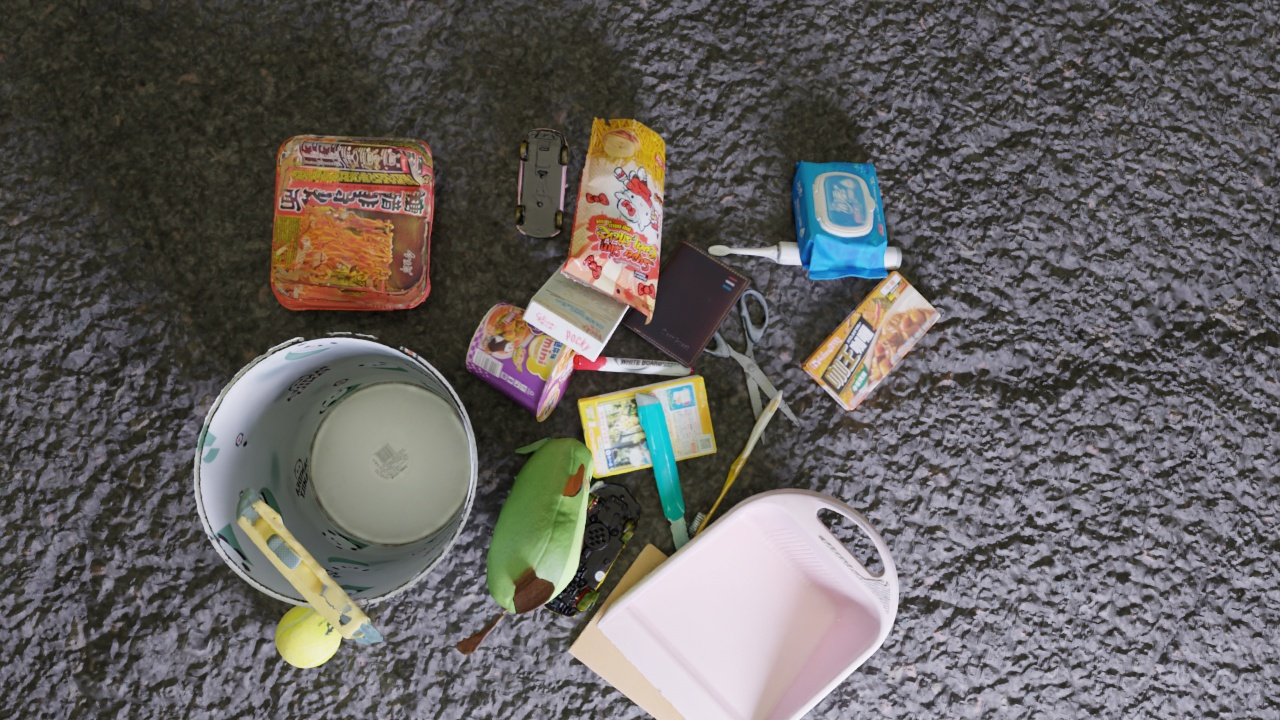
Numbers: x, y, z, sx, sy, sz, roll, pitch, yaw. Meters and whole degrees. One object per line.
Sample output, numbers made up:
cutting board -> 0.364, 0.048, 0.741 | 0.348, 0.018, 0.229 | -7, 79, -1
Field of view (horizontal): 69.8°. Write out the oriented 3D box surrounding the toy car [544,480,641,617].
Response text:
toy car -> -0.056, 0.203, 0.991 | 0.071, 0.041, 0.155 | 32, 85, -1

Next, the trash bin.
trash bin -> -0.260, 0.102, 0.879 | 0.229, 0.252, 0.229 | 0, 84, -4

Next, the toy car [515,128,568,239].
toy car -> -0.110, -0.197, 1.026 | 0.056, 0.037, 0.122 | 5, 97, -1

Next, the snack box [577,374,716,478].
snack box -> 0.007, 0.072, 1.007 | 0.140, 0.034, 0.087 | -12, 95, -7

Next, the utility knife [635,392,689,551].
utility knife -> 0.027, 0.128, 0.992 | 0.029, 0.013, 0.205 | -14, 104, -5

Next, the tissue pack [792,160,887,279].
tissue pack -> 0.222, -0.159, 1.021 | 0.095, 0.052, 0.157 | 1, 64, -5

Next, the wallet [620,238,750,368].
wallet -> 0.051, -0.064, 1.025 | 0.096, 0.020, 0.122 | 34, 84, 16

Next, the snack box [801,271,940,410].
snack box -> 0.262, -0.022, 1.042 | 0.075, 0.026, 0.153 | 44, 83, 1

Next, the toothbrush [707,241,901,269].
toothbrush -> 0.186, -0.121, 1.045 | 0.221, 0.026, 0.027 | 2, 93, -4

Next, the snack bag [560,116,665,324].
snack bag -> -0.021, -0.153, 0.978 | 0.128, 0.073, 0.207 | 30, 54, -39

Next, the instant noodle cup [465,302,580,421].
instant noodle cup -> -0.123, -0.005, 0.977 | 0.099, 0.111, 0.111 | 27, 83, 8

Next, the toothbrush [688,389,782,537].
toothbrush -> 0.106, 0.113, 1.021 | 0.018, 0.016, 0.191 | 31, 87, 4

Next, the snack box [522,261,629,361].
snack box -> -0.058, -0.063, 0.966 | 0.084, 0.156, 0.027 | 31, 121, -2

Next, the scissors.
scissors -> 0.121, 0.001, 1.037 | 0.159, 0.014, 0.174 | 18, 85, -3

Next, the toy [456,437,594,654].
toy -> -0.101, 0.169, 0.913 | 0.090, 0.228, 0.246 | 28, 45, -13

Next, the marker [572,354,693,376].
marker -> -0.006, 0.006, 0.994 | 0.145, 0.017, 0.017 | 4, 84, -31

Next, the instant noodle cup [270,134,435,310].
instant noodle cup -> -0.302, -0.141, 0.984 | 0.164, 0.079, 0.188 | 2, 84, -4

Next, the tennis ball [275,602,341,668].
tennis ball -> -0.343, 0.284, 0.950 | 0.065, 0.065, 0.065 | 0, 85, -4

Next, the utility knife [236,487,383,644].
utility knife -> -0.269, 0.170, 0.742 | 0.031, 0.018, 0.165 | -43, 94, 1

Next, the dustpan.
dustpan -> 0.121, 0.262, 0.943 | 0.222, 0.139, 0.273 | 44, 77, 0

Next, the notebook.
notebook -> 0.047, 0.321, 1.005 | 0.207, 0.008, 0.147 | 37, 83, -1
